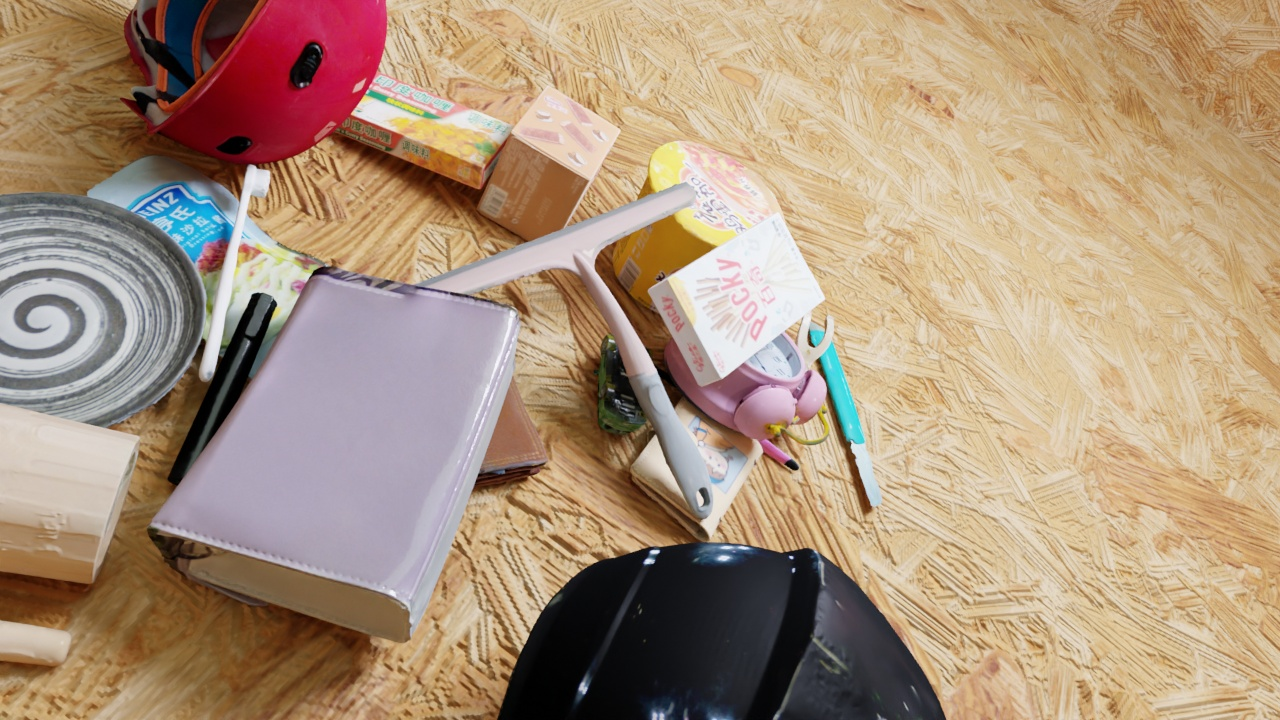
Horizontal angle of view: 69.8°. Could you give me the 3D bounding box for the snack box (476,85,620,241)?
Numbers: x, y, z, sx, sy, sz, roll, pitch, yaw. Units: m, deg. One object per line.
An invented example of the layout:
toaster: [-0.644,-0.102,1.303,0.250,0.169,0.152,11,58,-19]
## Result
snack box: [-0.081,-0.169,0.814,0.077,0.093,0.094,30,43,-7]

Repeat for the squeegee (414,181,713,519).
squeegee: [-0.004,0.004,0.681,0.247,0.040,0.249,-25,85,-23]

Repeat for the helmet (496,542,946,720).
helmet: [0.053,0.221,0.476,0.275,0.231,0.232,50,42,-15]

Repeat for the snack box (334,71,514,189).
snack box: [-0.196,-0.205,0.800,0.156,0.027,0.076,22,43,0]

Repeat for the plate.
plate: [-0.358,-0.026,0.548,0.179,0.024,0.179,11,57,-17]

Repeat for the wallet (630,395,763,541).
wallet: [0.043,0.079,0.731,0.087,0.024,0.114,43,44,-1]

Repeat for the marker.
marker: [-0.254,0.017,0.565,0.020,0.022,0.131,29,58,-30]

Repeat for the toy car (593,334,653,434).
toy car: [-0.015,0.018,0.735,0.043,0.036,0.091,18,47,-17]

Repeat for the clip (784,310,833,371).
clip: [0.145,0.001,0.867,0.035,0.093,0.103,23,80,-16]

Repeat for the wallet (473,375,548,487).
wallet: [-0.133,0.034,0.649,0.101,0.032,0.124,-6,56,-34]

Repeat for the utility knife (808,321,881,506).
utility knife: [0.191,0.045,0.862,0.029,0.013,0.216,14,45,-25]

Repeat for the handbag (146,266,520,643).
handbag: [-0.168,0.049,0.545,0.145,0.099,0.196,19,55,-4]

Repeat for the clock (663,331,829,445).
clock: [0.095,0.014,0.774,0.158,0.060,0.117,49,32,20]

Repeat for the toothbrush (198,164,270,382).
toothbrush: [-0.266,-0.062,0.603,0.016,0.016,0.179,11,53,-22]

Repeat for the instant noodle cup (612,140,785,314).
instant noodle cup: [0.046,-0.110,0.832,0.138,0.110,0.137,17,46,-19]

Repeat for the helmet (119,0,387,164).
helmet: [-0.268,-0.233,0.679,0.144,0.207,0.239,29,28,-47]

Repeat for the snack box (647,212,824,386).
snack box: [0.080,-0.052,0.722,0.156,0.027,0.084,-34,98,-41]

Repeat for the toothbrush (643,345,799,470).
toothbrush: [0.059,0.037,0.785,0.189,0.014,0.017,36,30,-2]

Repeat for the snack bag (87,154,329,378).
snack bag: [-0.292,-0.067,0.629,0.191,0.039,0.110,36,55,0]

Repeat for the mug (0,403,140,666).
mug: [-0.323,0.083,0.455,0.103,0.084,0.124,17,70,-22]
